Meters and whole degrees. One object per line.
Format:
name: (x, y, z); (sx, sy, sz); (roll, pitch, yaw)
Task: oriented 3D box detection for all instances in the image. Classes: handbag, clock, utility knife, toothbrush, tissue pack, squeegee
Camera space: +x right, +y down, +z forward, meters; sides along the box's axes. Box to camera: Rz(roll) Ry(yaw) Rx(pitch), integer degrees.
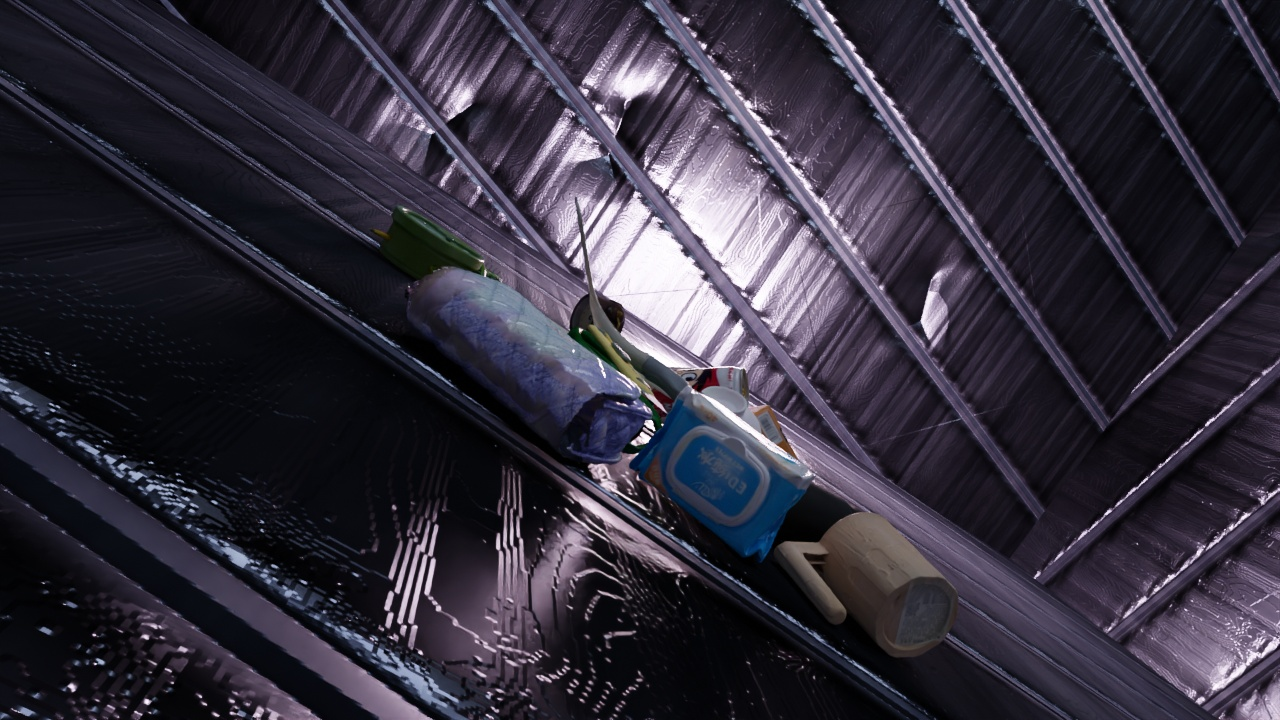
handbag: (-0.087, 0.002, 0.743); (0.194, 0.075, 0.134); (35, 6, 25)
clock: (-0.063, -0.058, 1.431); (0.055, 0.082, 0.122); (25, 8, -34)
utility knife: (-0.016, 0.005, 0.820); (0.031, 0.019, 0.177); (33, 14, -32)
clock: (-0.242, -0.125, 1.079); (0.116, 0.056, 0.161); (35, 5, 9)
handbag: (-0.034, 0.028, 0.870); (0.120, 0.068, 0.131); (34, 5, -12)
toothbrush: (-0.006, 0.006, 1.044); (0.029, 0.020, 0.189); (29, 4, -37)
tissue pack: (0.068, 0.095, 0.771); (0.140, 0.090, 0.063); (36, 5, 20)
squeegee: (0.006, -0.004, 0.927); (0.246, 0.039, 0.247); (46, -20, 26)

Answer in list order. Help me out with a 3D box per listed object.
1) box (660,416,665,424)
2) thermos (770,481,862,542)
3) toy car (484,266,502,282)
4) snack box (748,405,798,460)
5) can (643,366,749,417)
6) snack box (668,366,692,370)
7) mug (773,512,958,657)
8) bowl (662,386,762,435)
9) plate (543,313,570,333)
box: (0.090, 0.085, 1.070); (0.075, 0.077, 0.163); (41, -3, -41)
thermos: (0.167, 0.156, 0.921); (0.090, 0.068, 0.242); (32, 3, 40)
toy car: (-0.217, -0.108, 1.198); (0.043, 0.036, 0.091); (38, 10, 25)
snack box: (0.127, 0.093, 1.077); (0.075, 0.026, 0.154); (63, -18, -3)
can: (0.054, 0.036, 1.043); (0.133, 0.053, 0.053); (-4, -5, 16)
snack box: (0.034, 0.032, 1.177); (0.157, 0.026, 0.084); (3, -20, 48)
mug: (0.190, 0.189, 0.781); (0.124, 0.084, 0.103); (6, 17, -19)
bowl: (0.080, 0.066, 0.960); (0.118, 0.065, 0.118); (9, 29, -5)
plate: (-0.104, -0.016, 1.015); (0.192, 0.039, 0.192); (33, 5, -4)
